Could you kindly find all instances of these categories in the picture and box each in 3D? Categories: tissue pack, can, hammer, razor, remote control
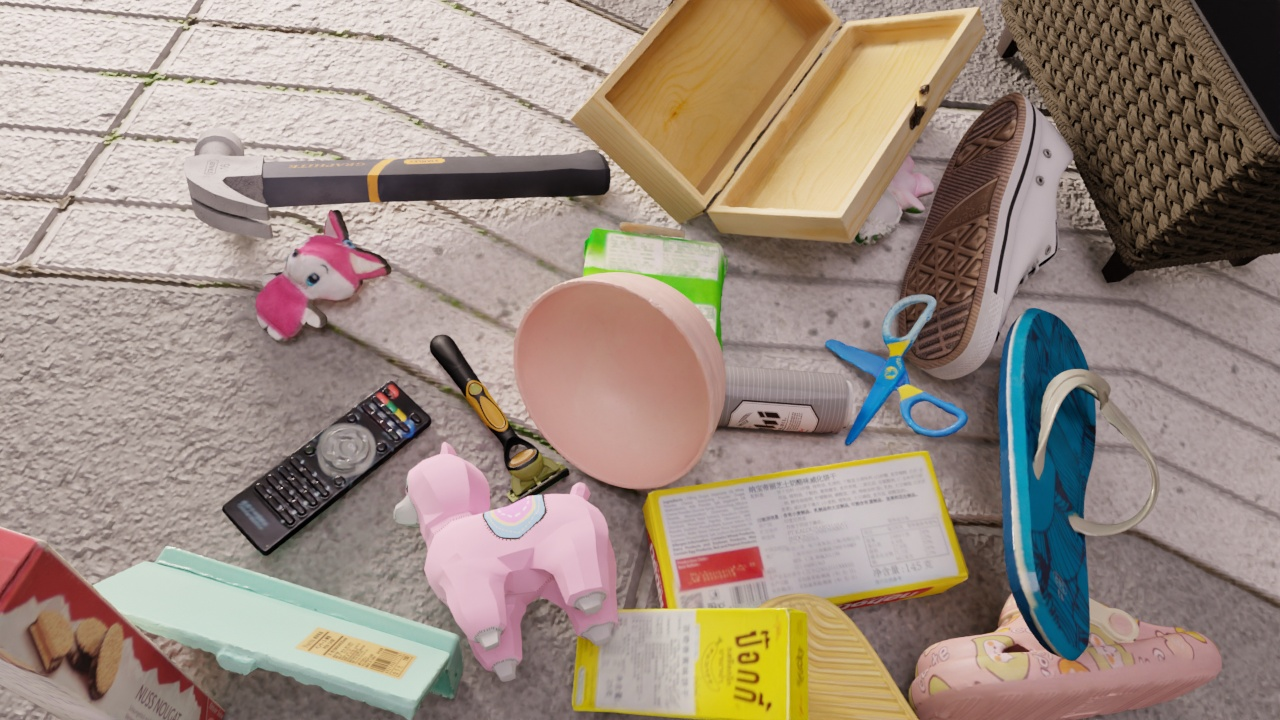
[{"bbox_3d":[0.010,-0.051,0.694,0.114,0.034,0.099,7,66,-2],"label":"tissue pack"},{"bbox_3d":[0.095,0.028,0.658,0.106,0.044,0.044,4,63,-3],"label":"can"},{"bbox_3d":[-0.178,-0.142,0.704,0.312,0.035,0.139,-5,36,-15],"label":"hammer"},{"bbox_3d":[-0.108,0.036,0.649,0.044,0.021,0.144,-32,68,-19],"label":"razor"},{"bbox_3d":[-0.209,0.071,0.621,0.045,0.021,0.140,42,62,13],"label":"remote control"}]

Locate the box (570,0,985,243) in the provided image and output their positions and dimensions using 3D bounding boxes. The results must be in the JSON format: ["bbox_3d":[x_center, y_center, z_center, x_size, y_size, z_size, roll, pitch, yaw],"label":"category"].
[{"bbox_3d":[0.112,-0.218,0.741,0.253,0.119,0.247,27,65,20],"label":"box"}]

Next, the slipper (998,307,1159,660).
[{"bbox_3d":[0.280,0.055,0.589,0.118,0.060,0.293,48,42,-17],"label":"slipper"}]

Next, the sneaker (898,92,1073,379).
[{"bbox_3d":[0.283,-0.086,0.720,0.097,0.091,0.244,31,66,-19],"label":"sneaker"}]

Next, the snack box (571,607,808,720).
[{"bbox_3d":[0.026,0.177,0.535,0.149,0.025,0.061,-11,66,35],"label":"snack box"}]

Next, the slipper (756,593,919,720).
[{"bbox_3d":[0.134,0.261,0.526,0.099,0.079,0.263,-21,68,-16],"label":"slipper"}]

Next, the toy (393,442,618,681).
[{"bbox_3d":[-0.084,0.112,0.570,0.123,0.067,0.157,-20,48,-10],"label":"toy"}]

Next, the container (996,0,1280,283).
[{"bbox_3d":[0.430,-0.231,0.726,0.176,0.205,0.320,-8,65,-9],"label":"container"}]

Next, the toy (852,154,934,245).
[{"bbox_3d":[0.189,-0.138,0.752,0.108,0.041,0.095,-23,68,-22],"label":"toy"}]

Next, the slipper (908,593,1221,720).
[{"bbox_3d":[0.261,0.179,0.577,0.197,0.093,0.081,-3,53,-8],"label":"slipper"}]

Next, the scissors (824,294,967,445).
[{"bbox_3d":[0.185,0.009,0.666,0.125,0.013,0.127,31,86,38],"label":"scissors"}]

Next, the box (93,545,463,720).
[{"bbox_3d":[-0.197,0.151,0.518,0.187,0.138,0.055,16,70,2],"label":"box"}]

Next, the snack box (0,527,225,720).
[{"bbox_3d":[-0.272,0.141,0.438,0.076,0.274,0.044,17,57,3],"label":"snack box"}]

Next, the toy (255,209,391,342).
[{"bbox_3d":[-0.239,-0.062,0.670,0.065,0.050,0.102,39,72,8],"label":"toy"}]

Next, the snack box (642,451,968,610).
[{"bbox_3d":[0.107,0.121,0.613,0.200,0.042,0.092,-8,65,-9],"label":"snack box"}]

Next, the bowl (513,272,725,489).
[{"bbox_3d":[-0.004,0.004,0.616,0.153,0.153,0.075,35,39,12],"label":"bowl"}]
